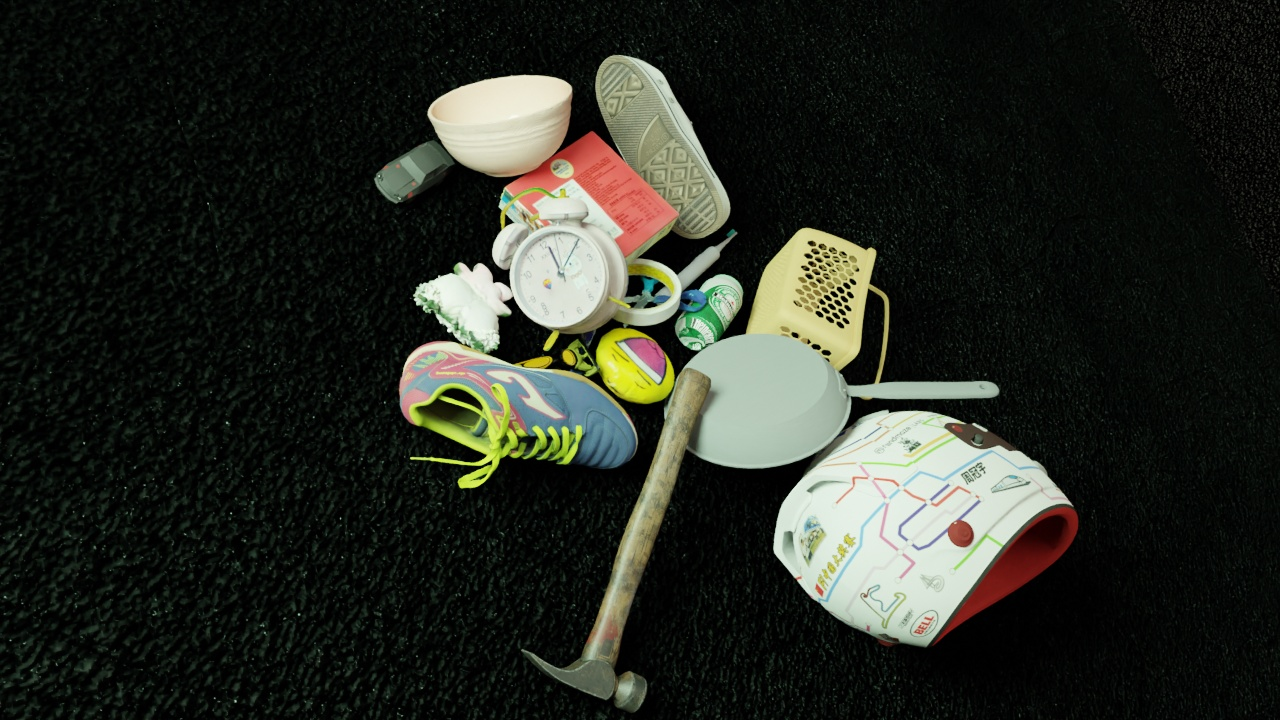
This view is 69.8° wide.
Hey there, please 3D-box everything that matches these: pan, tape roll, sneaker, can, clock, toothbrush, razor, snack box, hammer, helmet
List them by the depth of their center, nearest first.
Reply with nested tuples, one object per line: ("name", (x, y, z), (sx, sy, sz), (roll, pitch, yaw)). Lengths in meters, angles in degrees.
("sneaker", (-0.110, 0.066, 0.857), (0.241, 0.116, 0.091), (20, 28, -22))
("hammer", (-0.002, 0.153, 0.879), (0.120, 0.033, 0.329), (29, 67, -21))
("razor", (-0.111, 0.010, 0.919), (0.143, 0.021, 0.044), (-16, 59, -30))
("clock", (-0.084, -0.101, 0.933), (0.158, 0.117, 0.058), (62, 15, 2))
("razor", (-0.069, 0.010, 0.962), (0.044, 0.018, 0.140), (29, 53, -20))
("pan", (0.202, 0.030, 0.983), (0.357, 0.051, 0.200), (-6, 38, 7))
("helmet", (0.300, 0.169, 1.006), (0.313, 0.232, 0.236), (-14, 47, -38))
("snack box", (-0.056, -0.166, 1.015), (0.145, 0.040, 0.142), (45, 59, 6))
("tape roll", (-0.002, -0.077, 1.024), (0.094, 0.019, 0.093), (3, 46, -3))
("can", (0.082, -0.056, 1.082), (0.053, 0.053, 0.100), (44, 49, -9))
("toothbrush", (0.073, -0.118, 1.132), (0.019, 0.018, 0.187), (51, 48, -5))
("sneaker", (0.038, -0.267, 1.147), (0.245, 0.091, 0.097), (58, 33, 5))

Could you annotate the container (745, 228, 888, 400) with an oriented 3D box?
("container", (0.231, -0.049, 1.135), (0.167, 0.130, 0.182), (28, 51, -10))

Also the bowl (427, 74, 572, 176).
("bowl", (-0.143, -0.244, 0.979), (0.152, 0.153, 0.076), (-44, 138, -42))

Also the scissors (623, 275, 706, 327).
("scissors", (0.017, -0.070, 1.040), (0.119, 0.014, 0.129), (22, 41, 16))

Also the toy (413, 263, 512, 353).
("toy", (-0.168, -0.056, 0.910), (0.095, 0.041, 0.108), (44, 35, -9))

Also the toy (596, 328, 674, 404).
("toy", (-0.006, 0.006, 0.995), (0.095, 0.041, 0.094), (46, 44, 1))

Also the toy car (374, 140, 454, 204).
("toy car", (-0.230, -0.194, 0.938), (0.042, 0.036, 0.091), (48, 48, -6))
